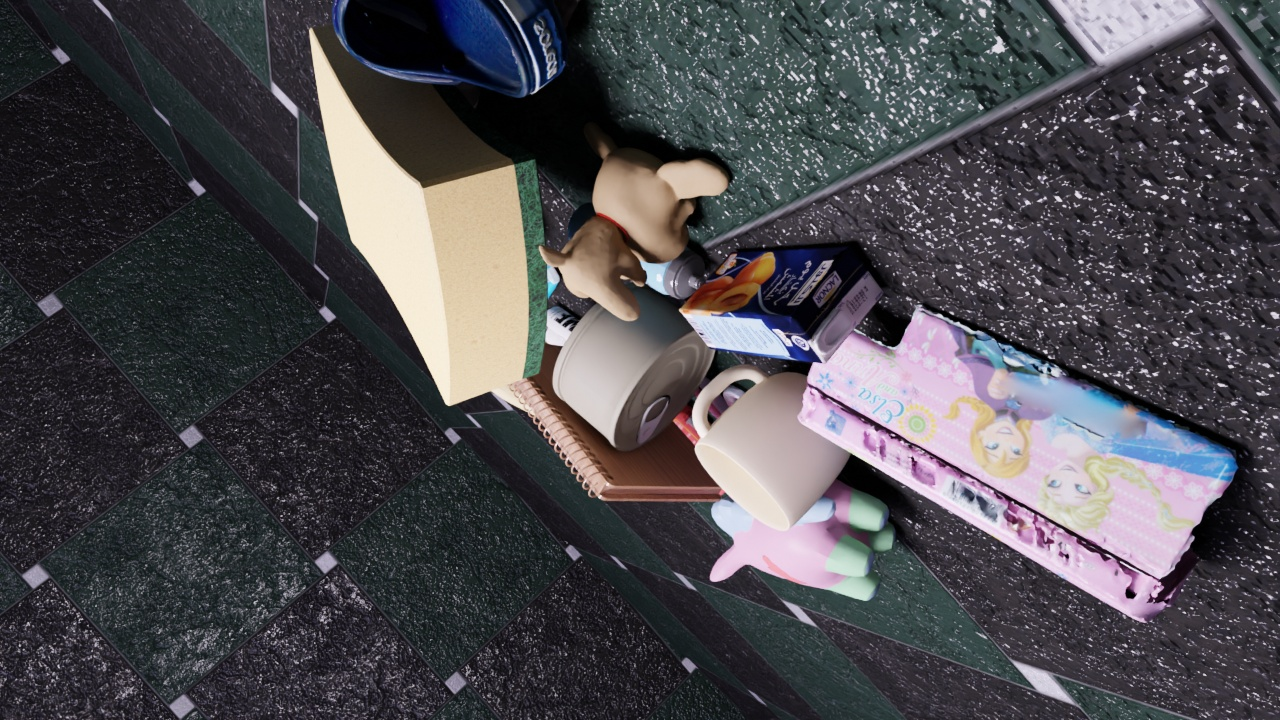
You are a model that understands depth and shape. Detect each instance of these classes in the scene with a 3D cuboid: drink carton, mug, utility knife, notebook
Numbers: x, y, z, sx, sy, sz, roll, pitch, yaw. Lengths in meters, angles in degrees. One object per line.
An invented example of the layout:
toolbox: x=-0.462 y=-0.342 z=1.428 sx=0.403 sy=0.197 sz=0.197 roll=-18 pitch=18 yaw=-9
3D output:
drink carton: x=0.086 y=-0.037 z=0.582 sx=0.040 sy=0.064 sz=0.130 roll=48 pitch=163 yaw=-22
mug: x=0.101 y=0.053 z=0.701 sx=0.120 sy=0.099 sz=0.096 roll=46 pitch=165 yaw=-1
utility knife: x=-0.104 y=-0.080 z=0.991 sx=0.022 sy=0.015 sz=0.124 roll=57 pitch=165 yaw=0
notebook: x=-0.034 y=0.052 z=0.844 sx=0.168 sy=0.022 sz=0.210 roll=9 pitch=-150 yaw=-46

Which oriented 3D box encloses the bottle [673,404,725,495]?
bottle: x=0.044 y=0.079 z=0.957 sx=0.137 sy=0.061 sz=0.062 roll=45 pitch=163 yaw=-2

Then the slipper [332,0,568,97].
slipper: x=-0.151 y=-0.235 z=0.584 sx=0.253 sy=0.095 sz=0.105 roll=36 pitch=161 yaw=32

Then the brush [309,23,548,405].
brush: x=-0.158 y=-0.115 z=0.680 sx=0.250 sy=0.075 sz=0.195 roll=52 pitch=151 yaw=35

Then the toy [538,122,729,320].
toy: x=-0.011 y=-0.090 z=0.620 sx=0.134 sy=0.108 sz=0.105 roll=29 pitch=174 yaw=39

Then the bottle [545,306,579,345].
bottle: x=-0.060 y=-0.014 z=1.001 sx=0.116 sy=0.041 sz=0.041 roll=35 pitch=161 yaw=26

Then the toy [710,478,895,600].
toy: x=0.135 y=0.149 z=0.820 sx=0.171 sy=0.120 sz=0.222 roll=15 pitch=160 yaw=26

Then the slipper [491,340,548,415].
slipper: x=-0.074 y=0.028 z=1.048 sx=0.261 sy=0.079 sz=0.111 roll=28 pitch=-157 yaw=-10

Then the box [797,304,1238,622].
box: x=0.214 y=0.040 z=0.536 sx=0.230 sy=0.106 sz=0.086 roll=32 pitch=-157 yaw=34

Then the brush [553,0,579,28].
brush: x=-0.068 y=-0.216 z=0.592 sx=0.039 sy=0.012 sz=0.151 roll=46 pitch=164 yaw=-7

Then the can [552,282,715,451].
can: x=-0.005 y=0.005 z=0.778 sx=0.073 sy=0.127 sz=0.128 roll=38 pitch=162 yaw=23

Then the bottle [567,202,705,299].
bottle: x=-0.001 y=-0.084 z=0.707 sx=0.130 sy=0.040 sz=0.040 roll=31 pitch=159 yaw=35

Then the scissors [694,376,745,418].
scissors: x=0.114 y=0.079 z=0.879 sx=0.179 sy=0.016 sz=0.105 roll=52 pitch=161 yaw=-24

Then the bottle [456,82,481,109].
bottle: x=-0.146 y=-0.214 z=0.730 sx=0.036 sy=0.036 sz=0.110 roll=45 pitch=163 yaw=-5
